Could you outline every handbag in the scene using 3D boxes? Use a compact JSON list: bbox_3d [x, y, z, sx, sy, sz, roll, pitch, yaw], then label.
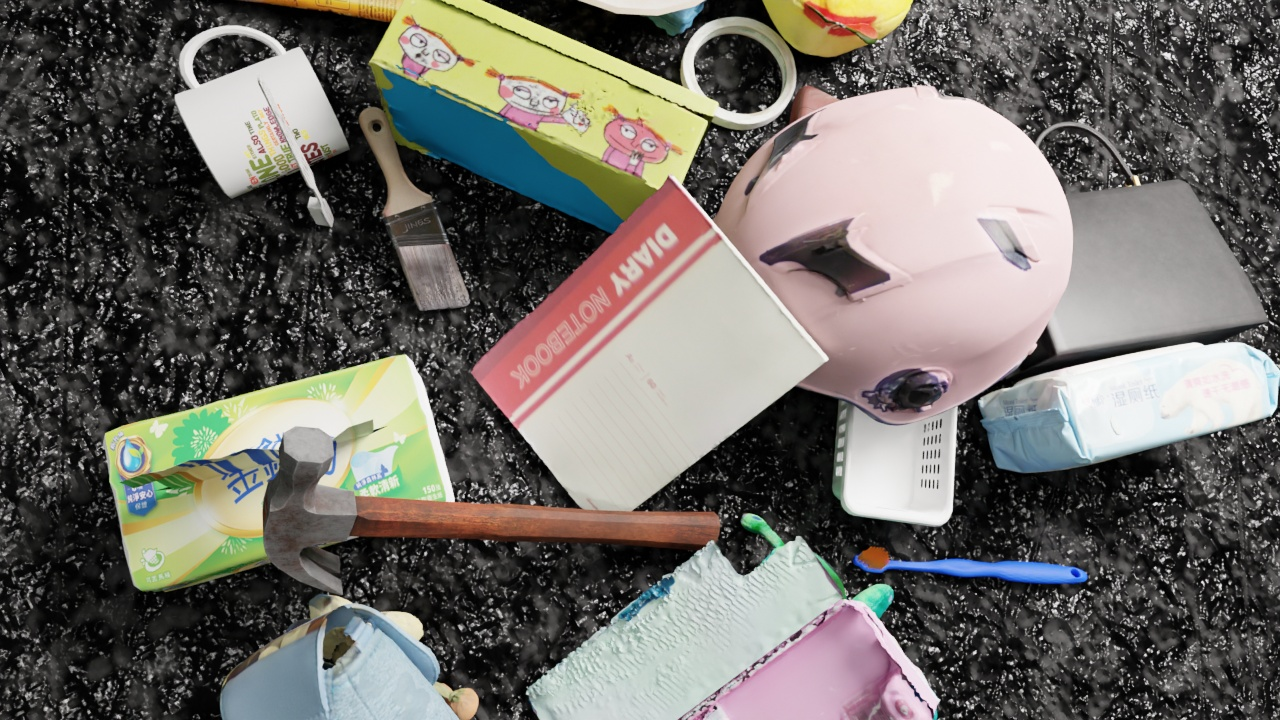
[{"bbox_3d":[0.359,-0.100,0.724,0.175,0.072,0.195,-8,76,-10],"label":"handbag"},{"bbox_3d":[0.178,-0.179,0.735,0.119,0.029,0.055,13,75,-11],"label":"handbag"},{"bbox_3d":[-0.154,0.231,0.562,0.122,0.118,0.192,-34,96,27],"label":"handbag"}]

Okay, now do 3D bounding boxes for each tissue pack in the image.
[{"bbox_3d":[0.353,0.031,0.670,0.181,0.112,0.070,-12,82,-11],"label":"tissue pack"},{"bbox_3d":[-0.223,0.066,0.565,0.197,0.141,0.120,-22,82,-12],"label":"tissue pack"}]

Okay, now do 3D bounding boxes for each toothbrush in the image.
[{"bbox_3d":[0.246,0.152,0.678,0.182,0.018,0.016,5,50,-7],"label":"toothbrush"},{"bbox_3d":[-0.221,-0.128,0.584,0.010,0.182,0.010,7,72,-4],"label":"toothbrush"}]

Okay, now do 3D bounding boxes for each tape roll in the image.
[{"bbox_3d":[0.079,-0.230,0.734,0.093,0.013,0.093,1,79,-8],"label":"tape roll"}]

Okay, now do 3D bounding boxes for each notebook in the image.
[{"bbox_3d":[-0.004,0.004,0.610,0.209,0.012,0.153,-41,87,26],"label":"notebook"}]

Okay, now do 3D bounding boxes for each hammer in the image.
[{"bbox_3d":[-0.079,0.103,0.578,0.300,0.111,0.028,9,37,-30],"label":"hammer"}]

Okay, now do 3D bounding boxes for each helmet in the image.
[{"bbox_3d":[0.169,-0.085,0.620,0.255,0.153,0.229,-6,62,-5],"label":"helmet"}]

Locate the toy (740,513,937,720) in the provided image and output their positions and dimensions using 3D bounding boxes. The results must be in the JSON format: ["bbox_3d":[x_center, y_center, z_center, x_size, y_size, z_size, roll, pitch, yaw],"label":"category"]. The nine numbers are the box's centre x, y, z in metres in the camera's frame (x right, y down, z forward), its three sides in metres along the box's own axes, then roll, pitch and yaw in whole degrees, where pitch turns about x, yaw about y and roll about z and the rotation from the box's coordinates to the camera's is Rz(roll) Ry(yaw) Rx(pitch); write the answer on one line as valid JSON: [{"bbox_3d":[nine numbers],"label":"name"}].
[{"bbox_3d":[0.128,0.193,0.631,0.193,0.073,0.130,49,38,0],"label":"toy"}]

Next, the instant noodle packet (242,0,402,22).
[{"bbox_3d":[-0.215,-0.331,0.684,0.221,0.032,0.159,11,84,6],"label":"instant noodle packet"}]

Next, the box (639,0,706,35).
[{"bbox_3d":[-0.019,-0.391,0.744,0.231,0.033,0.174,31,76,0],"label":"box"}]

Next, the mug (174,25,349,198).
[{"bbox_3d":[-0.268,-0.179,0.637,0.089,0.073,0.105,-27,109,-12],"label":"mug"}]

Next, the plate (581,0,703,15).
[{"bbox_3d":[-0.007,-0.342,0.702,0.188,0.027,0.188,2,77,-8],"label":"plate"}]

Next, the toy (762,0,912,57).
[{"bbox_3d":[0.153,-0.321,0.729,0.134,0.092,0.207,16,67,-11],"label":"toy"}]

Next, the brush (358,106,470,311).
[{"bbox_3d":[-0.164,-0.105,0.650,0.039,0.012,0.151,-20,104,-11],"label":"brush"}]

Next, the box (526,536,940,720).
[{"bbox_3d":[0.046,0.214,0.579,0.231,0.035,0.159,-42,74,16],"label":"box"}]

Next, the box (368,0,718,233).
[{"bbox_3d":[-0.070,-0.169,0.647,0.221,0.124,0.080,25,75,-1],"label":"box"}]

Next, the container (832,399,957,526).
[{"bbox_3d":[0.182,0.053,0.673,0.080,0.050,0.129,9,78,-6],"label":"container"}]
